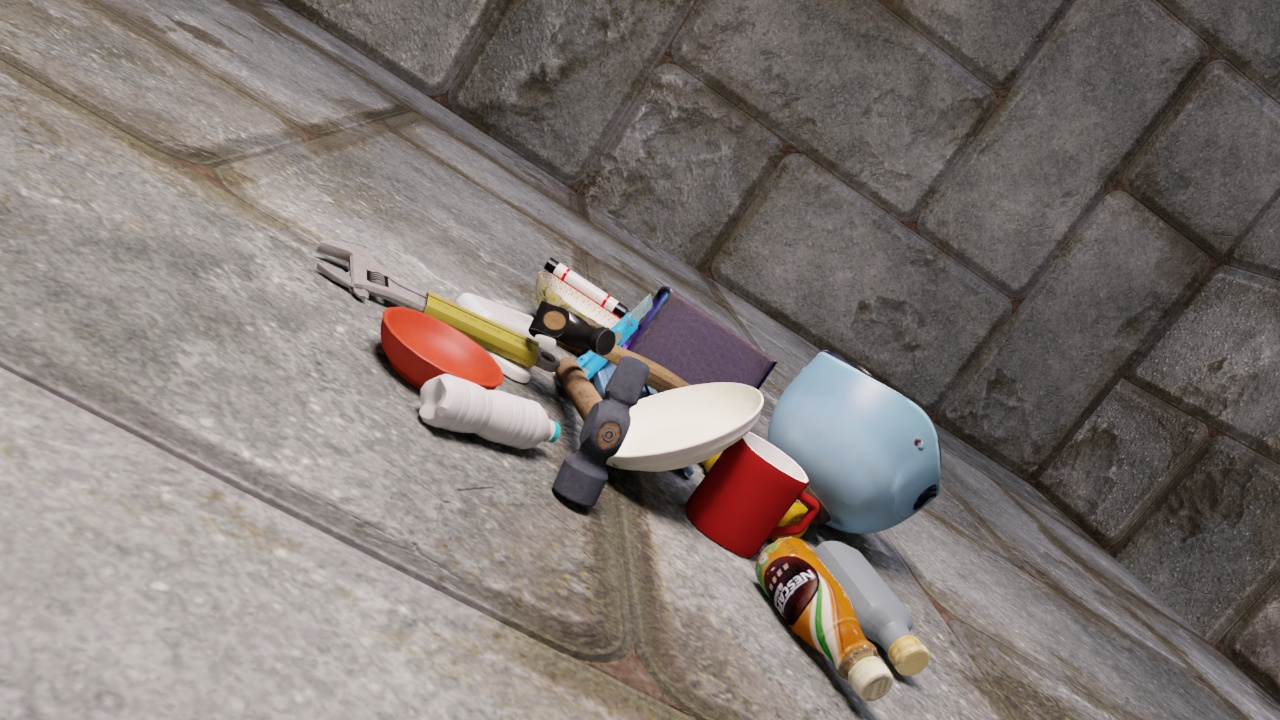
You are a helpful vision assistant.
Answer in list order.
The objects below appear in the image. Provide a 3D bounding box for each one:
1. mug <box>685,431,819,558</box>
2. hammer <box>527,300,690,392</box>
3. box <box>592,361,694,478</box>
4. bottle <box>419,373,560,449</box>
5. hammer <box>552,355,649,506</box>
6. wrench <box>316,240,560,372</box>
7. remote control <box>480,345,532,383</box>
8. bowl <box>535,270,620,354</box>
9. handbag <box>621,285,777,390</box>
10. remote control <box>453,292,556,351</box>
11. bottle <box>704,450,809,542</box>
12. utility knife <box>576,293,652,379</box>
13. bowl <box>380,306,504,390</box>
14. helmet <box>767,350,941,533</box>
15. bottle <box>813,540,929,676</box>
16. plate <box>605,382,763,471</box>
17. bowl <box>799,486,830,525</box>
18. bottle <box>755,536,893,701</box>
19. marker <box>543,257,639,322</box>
[{"bbox_3d":[0.120,0.142,0.927,0.116,0.097,0.080,32,13,-11],"label":"mug"},{"bbox_3d":[-0.006,0.006,1.047,0.132,0.040,0.305,22,-5,38],"label":"hammer"},{"bbox_3d":[0.006,0.059,1.093,0.126,0.039,0.209,31,12,-17],"label":"box"},{"bbox_3d":[-0.123,0.047,0.782,0.136,0.044,0.044,22,17,-45],"label":"bottle"},{"bbox_3d":[-0.056,0.034,0.909,0.040,0.129,0.322,24,4,-14],"label":"hammer"},{"bbox_3d":[-0.206,-0.052,0.952,0.273,0.018,0.083,25,27,-17],"label":"wrench"},{"bbox_3d":[-0.174,-0.019,0.982,0.136,0.013,0.043,35,12,5],"label":"remote control"},{"bbox_3d":[-0.089,-0.054,1.218,0.145,0.063,0.145,32,13,-8],"label":"bowl"},{"bbox_3d":[0.079,0.000,1.287,0.205,0.125,0.222,34,0,1],"label":"handbag"},{"bbox_3d":[-0.158,-0.043,1.087,0.060,0.025,0.138,42,12,33],"label":"remote control"},{"bbox_3d":[0.117,0.134,1.053,0.053,0.053,0.186,21,18,-46],"label":"bottle"},{"bbox_3d":[-0.032,-0.030,1.152,0.197,0.015,0.031,-50,121,-44],"label":"utility knife"},{"bbox_3d":[-0.184,0.000,0.826,0.122,0.035,0.122,32,12,-8],"label":"bowl"},{"bbox_3d":[0.258,0.123,1.171,0.225,0.166,0.266,39,-14,42],"label":"helmet"},{"bbox_3d":[0.234,0.250,0.929,0.072,0.046,0.161,28,14,-27],"label":"bottle"},{"bbox_3d":[0.036,0.071,0.915,0.182,0.182,0.034,-91,166,-75],"label":"plate"},{"bbox_3d":[0.170,0.159,1.091,0.119,0.032,0.119,45,-10,9],"label":"bowl"},{"bbox_3d":[0.161,0.225,0.802,0.059,0.059,0.167,26,15,-32],"label":"bottle"},{"bbox_3d":[-0.063,-0.090,1.219,0.145,0.019,0.019,34,12,2],"label":"marker"}]
